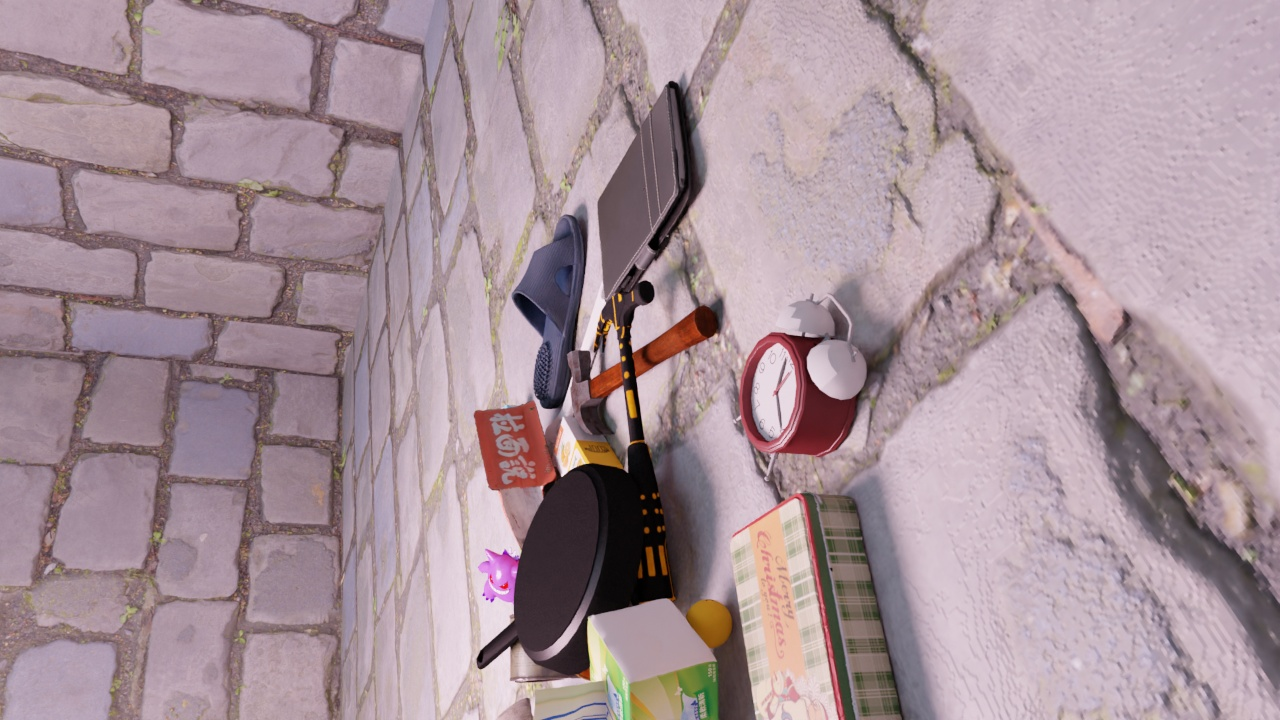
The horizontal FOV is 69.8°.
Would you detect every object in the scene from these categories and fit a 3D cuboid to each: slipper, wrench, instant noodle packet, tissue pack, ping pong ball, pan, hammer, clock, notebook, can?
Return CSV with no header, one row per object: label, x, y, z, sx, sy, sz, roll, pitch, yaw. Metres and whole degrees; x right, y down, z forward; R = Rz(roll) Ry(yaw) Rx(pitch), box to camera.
slipper,-0.135,-0.068,1.234,0.101,0.082,0.263,178,98,-68
wrench,-0.077,0.018,1.160,0.066,0.018,0.274,-121,45,-55
instant noodle packet,-0.156,0.189,1.197,0.164,0.084,0.221,-117,21,-53
tissue pack,-0.020,0.314,0.755,0.120,0.141,0.198,-155,59,-67
ping pong ball,0.058,0.223,0.777,0.040,0.040,0.040,-174,90,-66
pan,-0.105,0.241,0.941,0.357,0.044,0.203,-47,33,39
hammer,-0.006,0.006,0.983,0.302,0.028,0.111,-32,62,58
clock,0.120,0.016,0.684,0.096,0.048,0.138,-115,38,-49
hammer,-0.004,0.085,0.919,0.124,0.036,0.320,-33,60,58
notebook,0.000,-0.179,1.028,0.210,0.029,0.169,125,145,-53
can,-0.105,0.329,1.051,0.090,0.089,0.074,143,129,-58

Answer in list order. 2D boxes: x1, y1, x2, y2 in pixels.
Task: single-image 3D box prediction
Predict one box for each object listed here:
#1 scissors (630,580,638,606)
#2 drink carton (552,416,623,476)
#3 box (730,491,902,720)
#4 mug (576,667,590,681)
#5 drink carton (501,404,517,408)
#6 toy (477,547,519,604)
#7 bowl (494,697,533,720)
scissors,-0.013,0.199,0.969,0.126,0.019,0.144,157,119,-63
drink carton,-0.065,0.118,1.077,0.122,0.040,0.059,-129,50,-58
box,0.118,0.204,0.640,0.118,0.050,0.205,135,137,-53
mug,-0.056,0.275,0.965,0.105,0.082,0.082,-155,74,-65
drink carton,-0.183,0.126,1.335,0.039,0.044,0.128,148,123,-60
toy,-0.178,0.294,1.246,0.106,0.055,0.088,21,139,24
bowl,-0.145,0.483,1.042,0.178,0.081,0.178,168,91,-77
